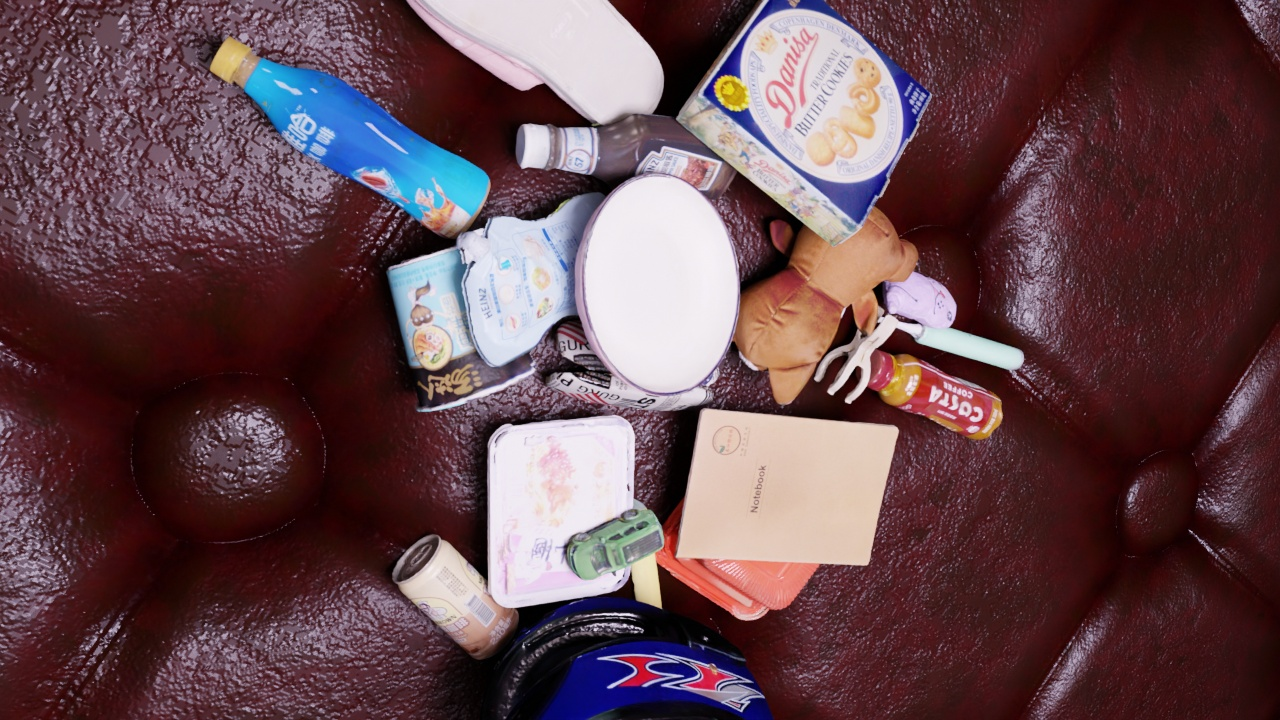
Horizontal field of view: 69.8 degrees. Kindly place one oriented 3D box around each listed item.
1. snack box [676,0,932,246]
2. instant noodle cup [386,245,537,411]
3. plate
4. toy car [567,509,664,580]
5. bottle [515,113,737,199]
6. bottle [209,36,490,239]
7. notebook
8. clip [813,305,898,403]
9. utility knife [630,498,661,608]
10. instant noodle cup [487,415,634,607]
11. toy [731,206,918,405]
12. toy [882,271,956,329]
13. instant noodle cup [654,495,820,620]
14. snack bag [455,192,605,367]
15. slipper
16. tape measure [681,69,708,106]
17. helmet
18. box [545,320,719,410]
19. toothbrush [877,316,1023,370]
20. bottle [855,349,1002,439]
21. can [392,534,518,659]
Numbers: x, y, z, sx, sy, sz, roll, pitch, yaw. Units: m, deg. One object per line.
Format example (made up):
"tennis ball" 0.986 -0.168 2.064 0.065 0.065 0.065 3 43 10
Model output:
"snack box" 0.149 -0.223 0.809 0.182 0.046 0.177 37 64 -10
"instant noodle cup" -0.156 -0.032 0.764 0.111 0.111 0.120 -22 102 -16
"plate" 0.012 -0.065 0.801 0.192 0.039 0.192 0 91 -44
"toy car" -0.021 0.169 0.834 0.091 0.036 0.043 -22 111 -12
"bottle" -0.010 -0.179 0.799 0.194 0.080 0.044 0 59 -22
"bottle" -0.224 -0.176 0.718 0.218 0.065 0.065 31 89 -25
"notebook" 0.142 0.125 0.880 0.207 0.008 0.148 6 101 -18
"clip" 0.226 0.000 0.932 0.034 0.081 0.105 27 119 -25
"utility knife" 0.003 0.228 0.929 0.031 0.021 0.198 -4 101 12
"instant noodle cup" -0.079 0.132 0.853 0.137 0.060 0.173 -3 105 -22
"toy" 0.160 -0.063 0.882 0.199 0.140 0.130 -50 156 -3
"toy" 0.288 -0.069 0.958 0.108 0.039 0.083 17 55 -29
"instant noodle cup" 0.122 0.173 0.933 0.164 0.079 0.189 35 93 -21
"snack bag" -0.077 -0.073 0.763 0.190 0.039 0.110 -28 119 -49
"slipper" -0.090 -0.283 0.750 0.274 0.054 0.114 28 95 -37
"tape measure" 0.069 -0.235 0.835 0.058 0.039 0.057 25 93 -25
"helmet" -0.026 0.329 0.815 0.247 0.240 0.315 -52 126 -2
"box" -0.004 0.000 0.855 0.163 0.076 0.087 10 78 -21
"toothbrush" 0.329 -0.024 0.998 0.224 0.027 0.027 13 126 -24
"bottle" 0.309 0.034 0.986 0.174 0.057 0.057 21 94 -25
"can" -0.167 0.217 0.837 0.058 0.058 0.116 -42 114 -8
